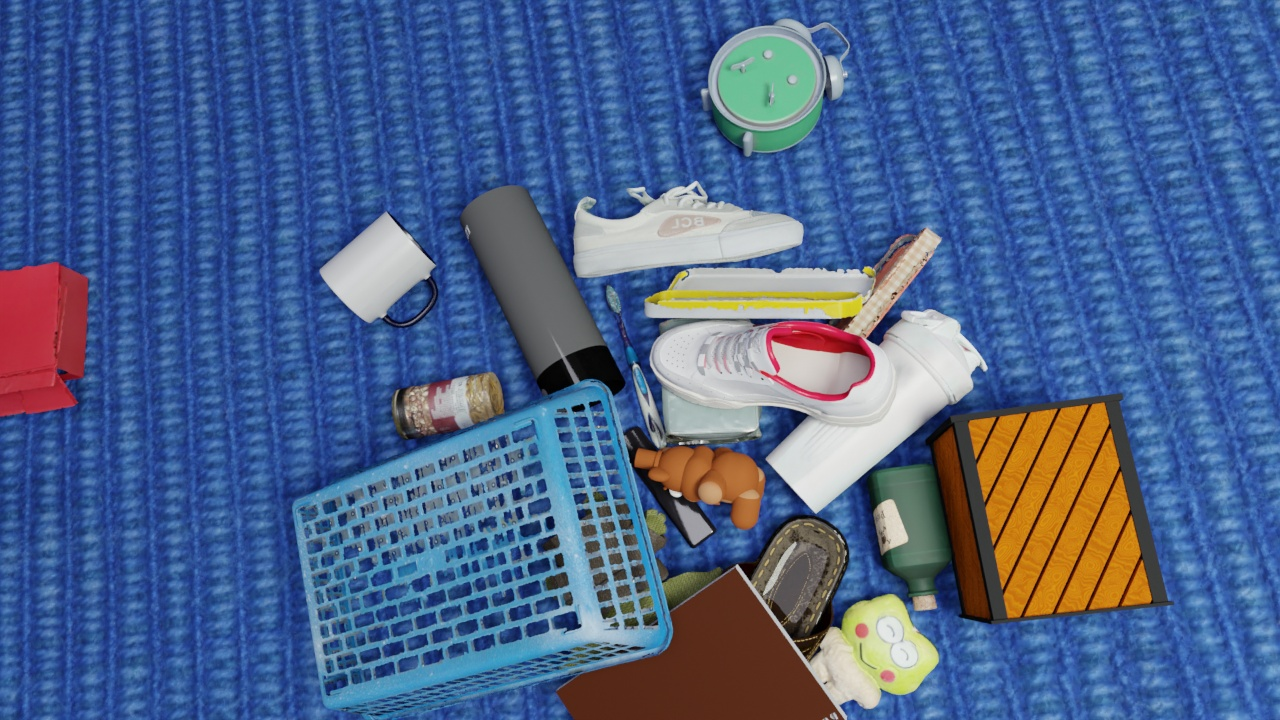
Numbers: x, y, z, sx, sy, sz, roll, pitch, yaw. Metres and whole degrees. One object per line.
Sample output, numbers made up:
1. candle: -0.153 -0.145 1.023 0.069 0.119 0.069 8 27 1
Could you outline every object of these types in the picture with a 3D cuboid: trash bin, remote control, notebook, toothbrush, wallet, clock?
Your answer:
1. trash bin: 0.351 0.135 0.816 0.140 0.140 0.171 -8 76 7
2. remote control: 0.024 0.127 0.934 0.032 0.015 0.136 -37 74 -1
3. notebook: 0.054 0.314 0.827 0.209 0.022 0.171 -37 83 11
4. toothbrush: -0.006 0.006 0.966 0.016 0.017 0.189 -18 74 -4
5. wallet: 0.071 0.020 0.935 0.100 0.054 0.131 -1 74 1
6. clock: 0.151 -0.303 0.984 0.161 0.075 0.122 -38 74 -2

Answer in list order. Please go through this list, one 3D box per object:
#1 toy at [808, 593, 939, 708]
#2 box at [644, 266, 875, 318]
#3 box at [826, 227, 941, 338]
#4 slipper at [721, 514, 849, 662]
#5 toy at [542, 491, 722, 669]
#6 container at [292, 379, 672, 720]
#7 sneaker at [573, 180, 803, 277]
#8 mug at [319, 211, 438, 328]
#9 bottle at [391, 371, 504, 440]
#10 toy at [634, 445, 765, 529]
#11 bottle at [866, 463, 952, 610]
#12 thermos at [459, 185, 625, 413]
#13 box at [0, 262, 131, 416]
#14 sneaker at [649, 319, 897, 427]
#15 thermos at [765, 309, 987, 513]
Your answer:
1. toy: 0.212 0.276 0.856 0.115 0.046 0.092 -35 77 8
2. box: 0.117 -0.066 0.899 0.210 0.129 0.036 1 113 24
3. box: 0.229 -0.055 0.918 0.042 0.083 0.187 40 84 3
4. slipper: 0.105 0.263 0.859 0.113 0.076 0.267 34 84 15
5. toy: -0.026 0.205 0.892 0.179 0.078 0.152 -33 78 3
6. container: -0.172 0.187 0.858 0.363 0.089 0.257 -22 74 22
7. sneaker: 0.045 -0.143 0.953 0.242 0.089 0.091 -5 92 12
8. mug: -0.276 -0.090 1.007 0.097 0.078 0.112 -42 103 -2
9. bottle: -0.202 0.048 0.967 0.105 0.056 0.056 -11 75 7
10. toy: 0.057 0.116 0.900 0.128 0.094 0.065 10 110 11
11. bottle: 0.256 0.168 0.865 0.061 0.061 0.131 -8 76 4
12. thermos: -0.105 -0.062 0.964 0.082 0.082 0.240 -28 74 2
13. box: -0.759 -0.025 1.075 0.215 0.164 0.153 -8 120 8
14. sneaker: 0.110 -0.003 0.838 0.237 0.104 0.090 13 74 25
15. thermos: 0.224 0.047 0.882 0.220 0.099 0.099 -42 74 1
